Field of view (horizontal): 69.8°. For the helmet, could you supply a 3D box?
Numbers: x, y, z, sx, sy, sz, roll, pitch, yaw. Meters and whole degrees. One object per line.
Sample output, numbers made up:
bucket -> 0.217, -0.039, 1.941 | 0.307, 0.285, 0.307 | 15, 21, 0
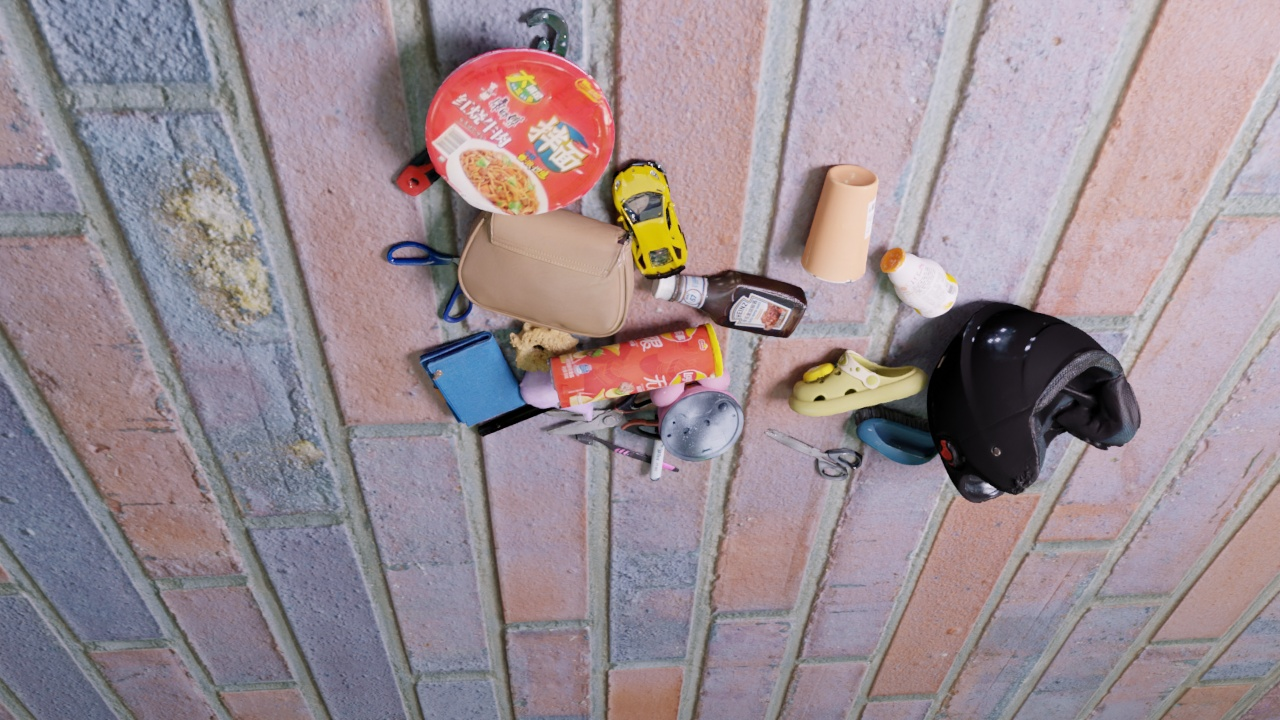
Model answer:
helmet -> 0.493, 0.061, 1.213 | 0.233, 0.230, 0.275 | -13, 143, -28

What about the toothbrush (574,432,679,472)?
toothbrush -> -0.018, 0.141, 1.385 | 0.189, 0.017, 0.014 | 23, 126, -26

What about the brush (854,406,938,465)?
brush -> 0.384, 0.119, 1.360 | 0.143, 0.073, 0.055 | 17, 134, -21

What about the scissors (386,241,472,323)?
scissors -> -0.223, -0.111, 1.130 | 0.172, 0.012, 0.163 | 0, 131, -7

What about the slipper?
slipper -> 0.296, 0.023, 1.268 | 0.191, 0.091, 0.081 | -11, 96, 16

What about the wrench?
wrench -> -0.171, -0.267, 0.984 | 0.056, 0.016, 0.274 | 34, 122, -30

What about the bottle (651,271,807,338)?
bottle -> 0.111, -0.079, 1.170 | 0.194, 0.044, 0.080 | 11, 134, -14

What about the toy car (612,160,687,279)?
toy car -> 0.010, -0.163, 1.083 | 0.071, 0.041, 0.156 | -13, 132, 7

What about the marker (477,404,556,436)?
marker -> -0.173, 0.078, 1.308 | 0.132, 0.020, 0.022 | -22, 174, 16

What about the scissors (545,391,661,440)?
scissors -> -0.024, 0.074, 1.310 | 0.195, 0.015, 0.216 | 34, 117, -18

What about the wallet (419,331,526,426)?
wallet -> -0.226, 0.027, 1.243 | 0.106, 0.040, 0.133 | -20, 132, 2

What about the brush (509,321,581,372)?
brush -> -0.053, -0.007, 1.231 | 0.254, 0.045, 0.083 | 7, 128, -17

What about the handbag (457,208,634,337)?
handbag -> -0.104, -0.114, 1.071 | 0.204, 0.099, 0.148 | 16, 128, -4

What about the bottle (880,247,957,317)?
bottle -> 0.349, -0.101, 1.156 | 0.108, 0.063, 0.063 | 31, 124, -30

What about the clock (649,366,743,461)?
clock -> 0.074, 0.061, 1.256 | 0.117, 0.059, 0.159 | -16, 124, -3

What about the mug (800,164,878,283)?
mug -> 0.239, -0.163, 1.083 | 0.078, 0.078, 0.123 | 0, 129, -6

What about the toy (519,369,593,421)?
toy -> -0.112, 0.037, 1.261 | 0.108, 0.039, 0.084 | 10, 105, -8

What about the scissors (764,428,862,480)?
scissors -> 0.270, 0.134, 1.409 | 0.137, 0.014, 0.175 | -18, 129, 13

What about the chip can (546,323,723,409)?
chip can -> -0.007, 0.007, 1.176 | 0.216, 0.073, 0.073 | -11, 133, -1

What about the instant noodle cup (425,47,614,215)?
instant noodle cup -> -0.126, -0.246, 0.954 | 0.194, 0.065, 0.194 | -6, 136, -6

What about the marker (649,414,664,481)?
marker -> 0.026, 0.130, 1.369 | 0.022, 0.018, 0.131 | 8, 127, 0
